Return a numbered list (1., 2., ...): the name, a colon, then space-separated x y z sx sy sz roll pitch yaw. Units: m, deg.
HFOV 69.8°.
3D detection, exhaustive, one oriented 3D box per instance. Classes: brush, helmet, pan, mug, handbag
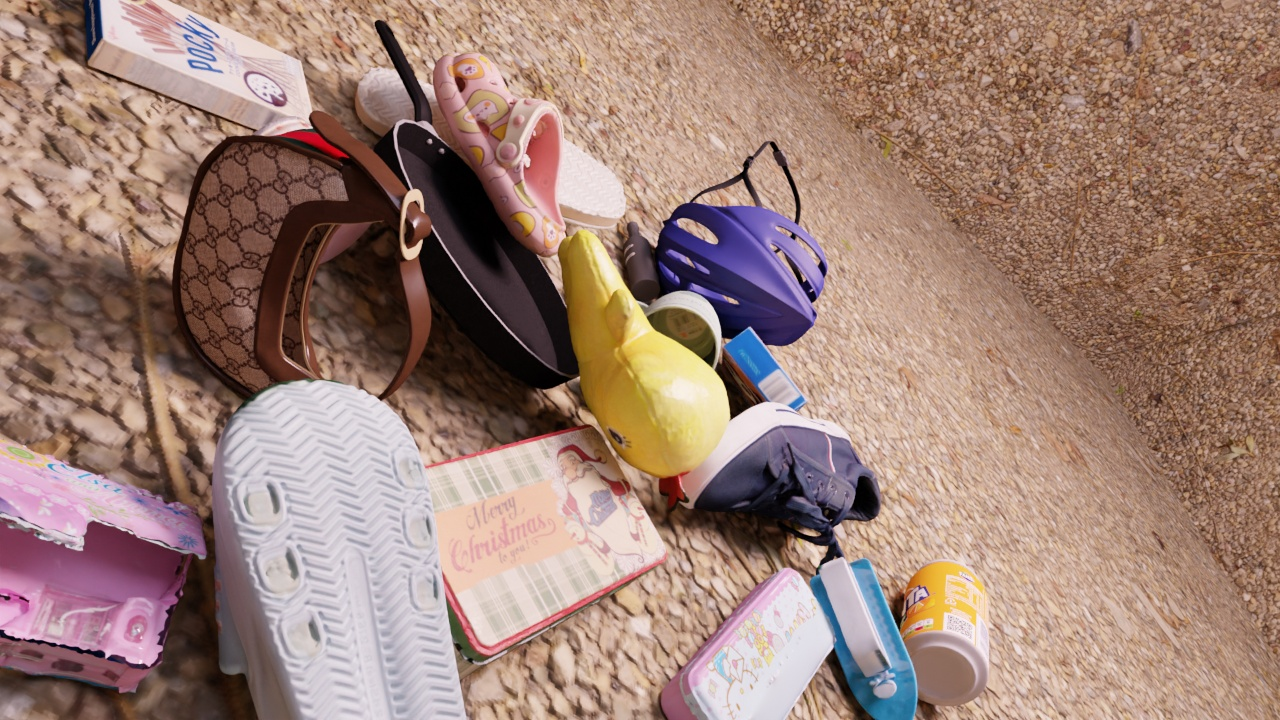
1. brush: 0.187 0.234 0.756 0.075 0.055 0.135 44 24 -60
2. helmet: 0.125 -0.126 0.963 0.242 0.227 0.148 25 -18 45
3. pan: -0.147 -0.130 0.710 0.356 0.034 0.225 61 11 20
4. mug: 0.022 -0.029 0.858 0.111 0.084 0.103 20 20 2
5. handbag: -0.171 -0.045 0.488 0.138 0.167 0.063 33 28 5

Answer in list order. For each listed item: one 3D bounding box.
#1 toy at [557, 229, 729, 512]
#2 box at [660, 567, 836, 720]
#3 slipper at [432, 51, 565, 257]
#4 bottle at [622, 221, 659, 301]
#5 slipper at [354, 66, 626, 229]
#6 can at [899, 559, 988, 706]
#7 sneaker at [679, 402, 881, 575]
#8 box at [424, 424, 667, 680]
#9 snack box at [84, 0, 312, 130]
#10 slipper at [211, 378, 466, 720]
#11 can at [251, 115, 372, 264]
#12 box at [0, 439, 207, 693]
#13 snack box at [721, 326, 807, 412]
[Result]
1. toy: -0.004 0.004 0.660 0.207 0.092 0.134 57 -8 -9
2. box: 0.087 0.219 0.669 0.076 0.036 0.213 54 28 9
3. slipper: -0.098 -0.180 0.762 0.197 0.082 0.093 64 14 14
4. bottle: -0.002 -0.110 0.968 0.030 0.030 0.112 29 33 -32
5. slipper: -0.135 -0.188 0.853 0.272 0.054 0.114 19 40 -31
6. can: 0.288 0.253 0.870 0.079 0.079 0.142 48 27 -1
7. sneaker: 0.136 0.120 0.797 0.294 0.121 0.127 11 33 -54
8. box: -0.070 0.110 0.570 0.205 0.050 0.117 -8 59 -57
9. snack box: -0.312 -0.213 0.656 0.150 0.026 0.082 16 42 -47
10. slipper: -0.143 0.126 0.422 0.103 0.074 0.245 0 70 -54
11. can: -0.223 -0.111 0.610 0.076 0.067 0.067 47 27 -1
12. box: -0.273 0.041 0.330 0.230 0.077 0.084 31 32 -30
13. snack box: 0.118 0.023 0.898 0.087 0.034 0.151 54 -2 9
